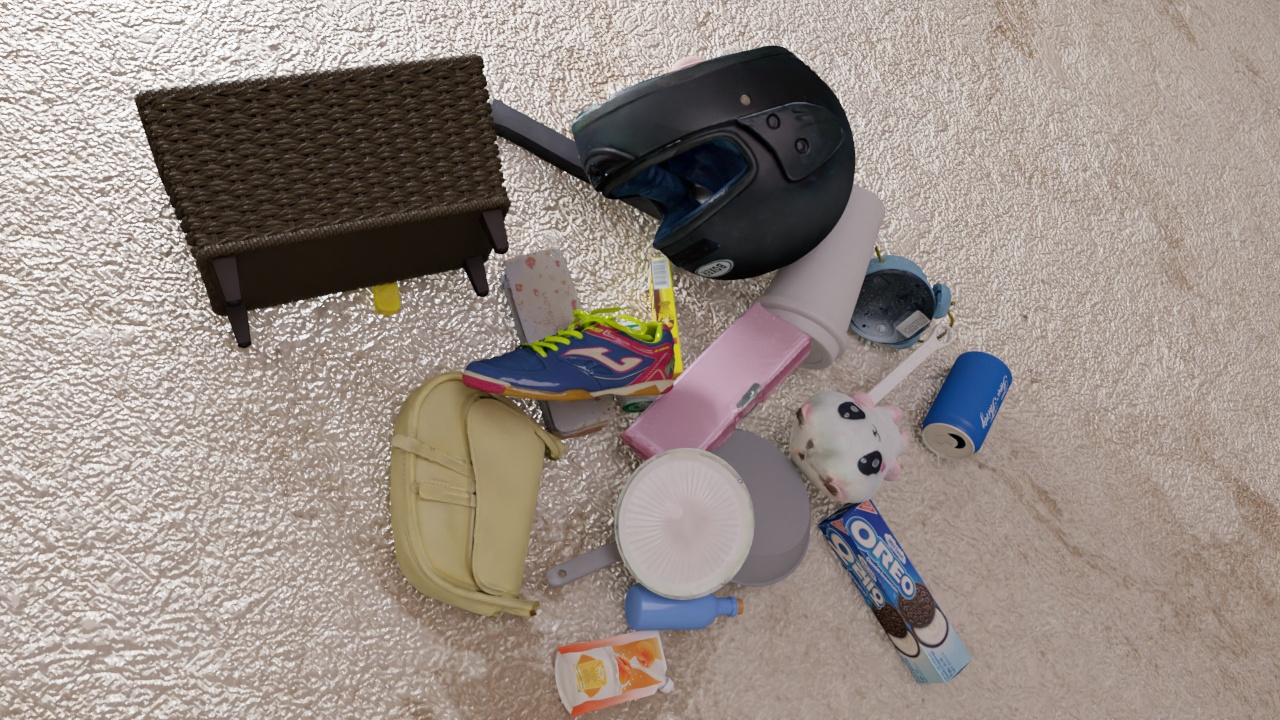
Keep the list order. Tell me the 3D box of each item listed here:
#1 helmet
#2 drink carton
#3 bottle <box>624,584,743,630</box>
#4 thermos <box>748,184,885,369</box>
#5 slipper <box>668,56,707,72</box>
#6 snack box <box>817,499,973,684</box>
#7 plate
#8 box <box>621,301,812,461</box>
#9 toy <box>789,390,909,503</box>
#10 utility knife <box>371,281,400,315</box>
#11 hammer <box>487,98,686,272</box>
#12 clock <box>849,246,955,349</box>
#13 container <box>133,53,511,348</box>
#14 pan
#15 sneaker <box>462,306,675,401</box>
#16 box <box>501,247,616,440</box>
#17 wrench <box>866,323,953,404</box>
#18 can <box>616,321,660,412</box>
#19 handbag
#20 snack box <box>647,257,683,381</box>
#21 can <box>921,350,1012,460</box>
[{"bbox_3d":[0.101,-0.209,1.055,0.315,0.250,0.236,-22,92,-28],"label":"helmet"},{"bbox_3d":[-0.024,0.321,0.950,0.122,0.039,0.069,-3,69,-31],"label":"drink carton"},{"bbox_3d":[0.051,0.267,0.993,0.131,0.048,0.048,6,67,-22],"label":"bottle"},{"bbox_3d":[0.231,-0.111,1.159,0.131,0.132,0.221,31,72,-10],"label":"thermos"},{"bbox_3d":[0.083,-0.302,1.222,0.093,0.081,0.197,-28,106,-14],"label":"slipper"},{"bbox_3d":[0.304,0.276,1.098,0.059,0.060,0.226,-28,83,-27],"label":"snack box"},{"bbox_3d":[0.046,0.170,0.960,0.156,0.014,0.157,2,85,-19],"label":"plate"},{"bbox_3d":[0.088,0.034,1.036,0.098,0.037,0.232,34,70,30],"label":"box"},{"bbox_3d":[0.259,0.099,1.109,0.179,0.102,0.138,-13,77,-32],"label":"toy"},{"bbox_3d":[-0.294,-0.151,1.025,0.028,0.020,0.213,-3,72,-25],"label":"utility knife"},{"bbox_3d":[-0.059,-0.235,1.158,0.312,0.035,0.139,25,60,-13],"label":"hammer"},{"bbox_3d":[0.345,-0.073,1.225,0.162,0.118,0.059,36,36,-12],"label":"clock"},{"bbox_3d":[-0.296,-0.155,0.921,0.320,0.177,0.205,-15,78,-22],"label":"container"},{"bbox_3d":[0.055,0.175,1.011,0.355,0.051,0.200,-14,66,-36],"label":"pan"},{"bbox_3d":[-0.071,-0.009,0.955,0.241,0.116,0.091,-2,97,-35],"label":"sneaker"},{"bbox_3d":[-0.095,-0.019,1.046,0.081,0.063,0.216,-13,75,-24],"label":"box"},{"bbox_3d":[0.304,0.041,1.175,0.273,0.009,0.047,-39,98,-14],"label":"wrench"},{"bbox_3d":[-0.006,0.006,1.070,0.053,0.053,0.101,1,69,-24],"label":"can"},{"bbox_3d":[-0.170,0.134,0.928,0.190,0.089,0.232,17,63,-21],"label":"handbag"},{"bbox_3d":[0.029,-0.045,1.100,0.025,0.061,0.148,-5,70,-3],"label":"snack box"},{"bbox_3d":[0.439,0.059,1.233,0.079,0.079,0.145,41,59,-4],"label":"can"}]
